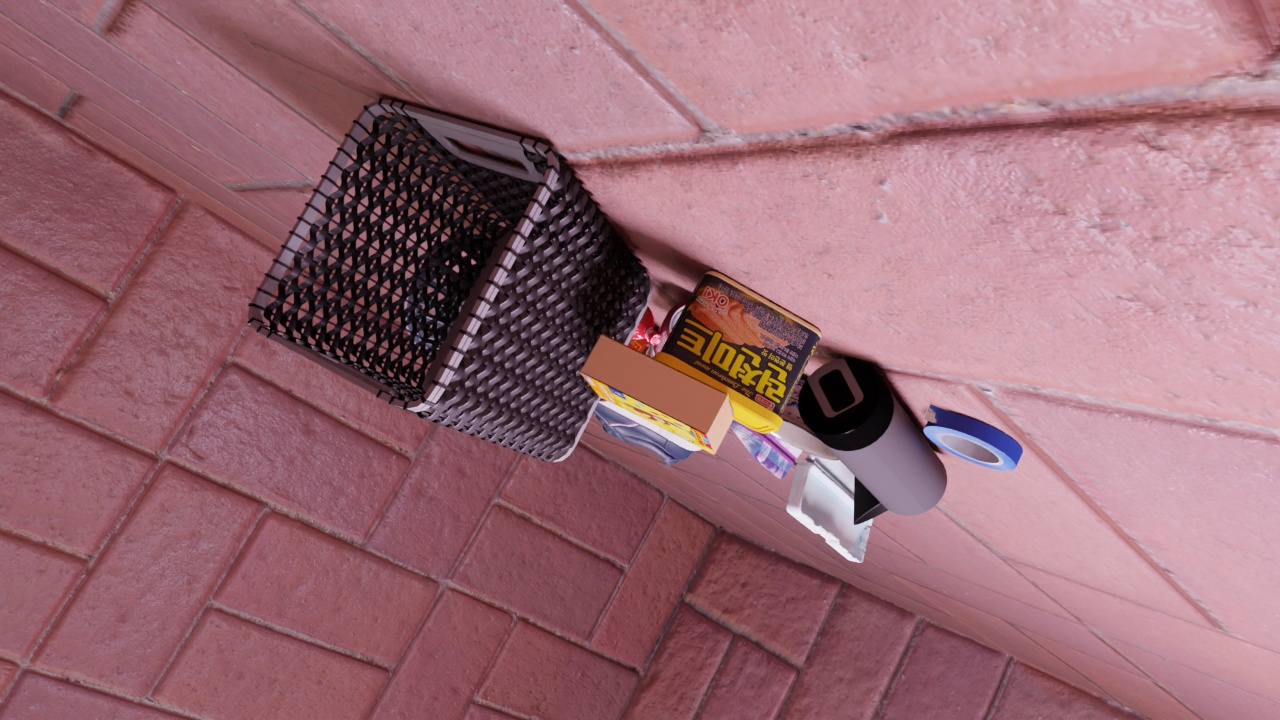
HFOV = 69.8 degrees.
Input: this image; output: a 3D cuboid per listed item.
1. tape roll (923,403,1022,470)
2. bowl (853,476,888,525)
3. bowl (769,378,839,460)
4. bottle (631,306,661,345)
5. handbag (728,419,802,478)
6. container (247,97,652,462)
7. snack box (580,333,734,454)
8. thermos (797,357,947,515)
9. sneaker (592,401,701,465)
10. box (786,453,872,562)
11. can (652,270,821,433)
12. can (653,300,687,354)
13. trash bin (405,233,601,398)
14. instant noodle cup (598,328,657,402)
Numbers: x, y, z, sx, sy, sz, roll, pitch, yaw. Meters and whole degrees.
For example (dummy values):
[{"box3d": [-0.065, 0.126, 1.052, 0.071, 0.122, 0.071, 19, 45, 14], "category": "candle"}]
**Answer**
[{"box3d": [0.322, 0.079, 0.892, 0.091, 0.016, 0.093, 23, 168, 29], "category": "tape roll"}, {"box3d": [0.296, 0.144, 1.104, 0.052, 0.124, 0.124, 61, -179, 21], "category": "bowl"}, {"box3d": [0.187, 0.060, 1.043, 0.115, 0.059, 0.115, 28, 170, 5], "category": "bowl"}, {"box3d": [-0.018, -0.055, 0.992, 0.042, 0.042, 0.141, 39, -176, -43], "category": "bottle"}, {"box3d": [0.151, 0.102, 1.359, 0.170, 0.068, 0.144, 27, 171, 47], "category": "handbag"}, {"box3d": [-0.164, -0.063, 0.889, 0.248, 0.245, 0.243, 23, 171, 31], "category": "container"}, {"box3d": [0.018, 0.032, 0.837, 0.126, 0.040, 0.088, 26, 169, 16], "category": "snack box"}, {"box3d": [0.244, 0.084, 0.944, 0.082, 0.082, 0.240, 20, 167, 40], "category": "thermos"}, {"box3d": [-0.049, 0.058, 1.294, 0.294, 0.120, 0.128, 35, 124, -14], "category": "sneaker"}, {"box3d": [0.253, 0.164, 1.149, 0.043, 0.135, 0.197, 16, 163, 42], "category": "box"}, {"box3d": [0.089, -0.008, 0.860, 0.131, 0.101, 0.072, 29, 170, -2], "category": "can"}, {"box3d": [0.050, -0.024, 0.989, 0.063, 0.063, 0.114, 29, 170, 0], "category": "can"}, {"box3d": [-0.146, -0.036, 1.106, 0.227, 0.164, 0.164, 29, 171, 32], "category": "trash bin"}, {"box3d": [-0.007, 0.007, 1.174, 0.124, 0.123, 0.121, 21, 177, 36], "category": "instant noodle cup"}]
